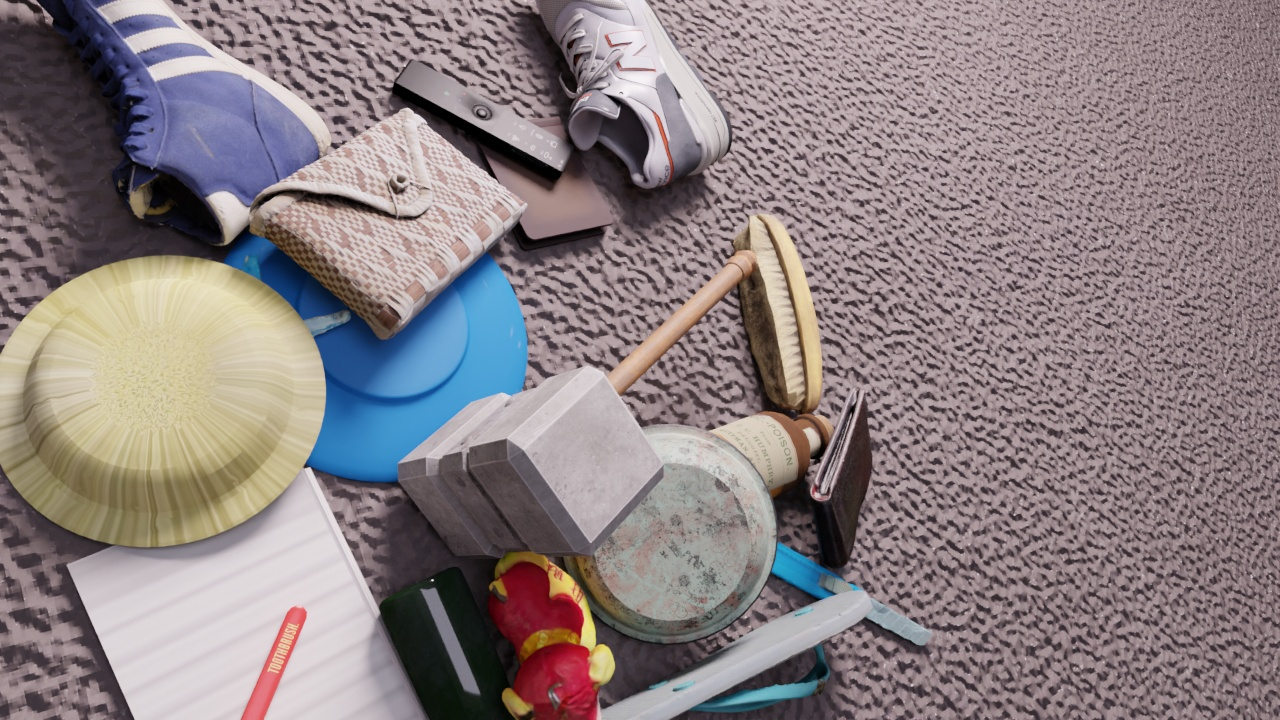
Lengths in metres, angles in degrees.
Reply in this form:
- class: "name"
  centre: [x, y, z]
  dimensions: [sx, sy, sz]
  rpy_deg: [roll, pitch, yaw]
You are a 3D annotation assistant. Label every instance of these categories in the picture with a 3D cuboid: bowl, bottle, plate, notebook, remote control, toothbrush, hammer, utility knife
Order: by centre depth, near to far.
- class: "toothbrush"
  centre: [-0.229, 0.236, 0.500]
  dimensions: [0.012, 0.018, 0.212]
  rpy_deg: [25, 59, -17]
- class: "plate"
  centre: [-0.285, 0.015, 0.545]
  dimensions: [0.184, 0.036, 0.184]
  rpy_deg: [6, 70, -16]
- class: "notebook"
  centre: [-0.220, 0.184, 0.545]
  dimensions: [0.142, 0.009, 0.209]
  rpy_deg: [-24, 82, -34]
- class: "bottle"
  centre: [-0.103, 0.218, 0.570]
  dimensions: [0.055, 0.055, 0.174]
  rpy_deg: [-21, 82, -35]
- class: "bowl"
  centre: [0.021, 0.124, 0.642]
  dimensions: [0.157, 0.038, 0.157]
  rpy_deg: [0, 88, -2]
- class: "hammer"
  centre: [-0.004, 0.004, 0.646]
  dimensions: [0.316, 0.163, 0.083]
  rpy_deg: [-43, 106, -36]
- class: "plate"
  centre: [-0.182, -0.026, 0.650]
  dimensions: [0.224, 0.024, 0.224]
  rpy_deg: [12, 64, -25]
- class: "bottle"
  centre: [0.094, 0.078, 0.735]
  dimensions: [0.156, 0.068, 0.068]
  rpy_deg: [-17, 78, -34]
- class: "remote control"
  centre: [-0.127, -0.197, 0.752]
  dimensions: [0.150, 0.013, 0.034]
  rpy_deg: [27, 52, -10]
- class: "utility knife"
  centre: [0.157, 0.185, 0.757]
  dimensions: [0.221, 0.015, 0.031]
  rpy_deg: [31, 62, -16]

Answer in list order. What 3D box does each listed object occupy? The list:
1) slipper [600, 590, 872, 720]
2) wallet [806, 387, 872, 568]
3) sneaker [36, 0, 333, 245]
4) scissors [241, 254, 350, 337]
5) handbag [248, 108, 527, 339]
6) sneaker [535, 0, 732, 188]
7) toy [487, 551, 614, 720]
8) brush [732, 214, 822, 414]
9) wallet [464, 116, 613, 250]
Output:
- class: "slipper"
  centre: [0.073, 0.227, 0.639]
  dimensions: [0.268, 0.098, 0.054]
  rpy_deg: [-14, 75, -32]
- class: "wallet"
  centre: [0.167, 0.097, 0.760]
  dimensions: [0.119, 0.031, 0.099]
  rpy_deg: [-61, 148, -35]
- class: "sneaker"
  centre: [-0.334, -0.168, 0.592]
  dimensions: [0.233, 0.092, 0.118]
  rpy_deg: [36, 58, -21]
- class: "scissors"
  centre: [-0.251, -0.002, 0.591]
  dimensions: [0.133, 0.011, 0.139]
  rpy_deg: [-18, 80, -21]
- class: "handbag"
  centre: [-0.170, -0.106, 0.651]
  dimensions: [0.124, 0.047, 0.185]
  rpy_deg: [41, 41, -5]
- class: "sneaker"
  centre: [-0.027, -0.243, 0.795]
  dimensions: [0.240, 0.089, 0.124]
  rpy_deg: [45, 51, -9]
- class: "toy"
  centre: [-0.060, 0.170, 0.582]
  dimensions: [0.105, 0.067, 0.137]
  rpy_deg: [45, 11, -31]
- class: "brush"
  centre: [0.120, -0.045, 0.810]
  dimensions: [0.043, 0.059, 0.195]
  rpy_deg: [-1, 67, -21]
- class: "wallet"
  centre: [-0.084, -0.151, 0.769]
  dimensions: [0.091, 0.018, 0.115]
  rpy_deg: [-18, 75, -34]
